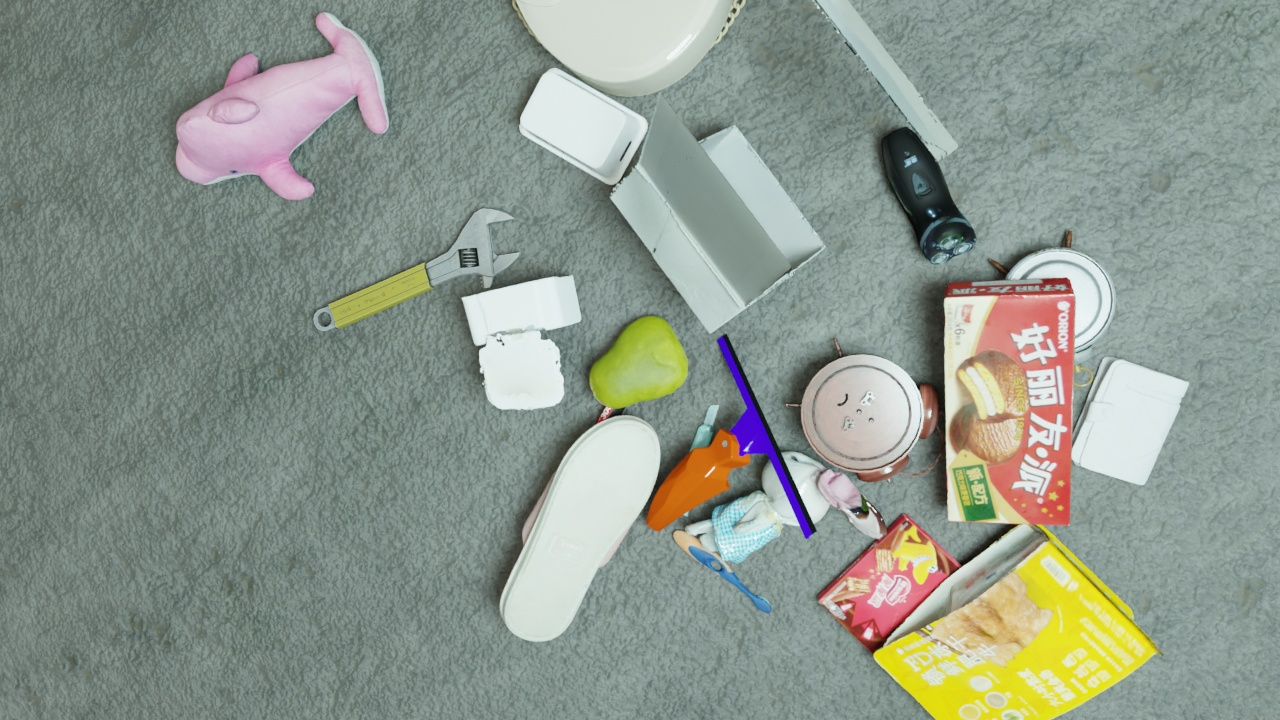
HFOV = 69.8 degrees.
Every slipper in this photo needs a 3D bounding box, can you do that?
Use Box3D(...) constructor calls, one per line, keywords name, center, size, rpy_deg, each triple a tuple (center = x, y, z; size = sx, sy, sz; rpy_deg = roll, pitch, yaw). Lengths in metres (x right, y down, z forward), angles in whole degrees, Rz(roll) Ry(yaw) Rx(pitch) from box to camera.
Box3D(name="slipper", center=(-0.069, 0.181, 1.006), size=(0.114, 0.054, 0.274), rpy_deg=(29, 94, -19))

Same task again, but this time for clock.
Box3D(name="clock", center=(0.410, -0.045, 0.900), size=(0.104, 0.056, 0.148), rpy_deg=(-20, 90, 14))
Box3D(name="clock", center=(0.237, 0.059, 0.936), size=(0.157, 0.072, 0.121), rpy_deg=(36, 101, 7))

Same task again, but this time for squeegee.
Box3D(name="squeegee", center=(0.064, 0.120, 0.953), size=(0.185, 0.055, 0.249), rpy_deg=(-50, 44, 32))

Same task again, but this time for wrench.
Box3D(name="wrench", center=(-0.258, -0.094, 1.047), size=(0.274, 0.018, 0.083), rpy_deg=(-20, 91, 12))

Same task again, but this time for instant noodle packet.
Box3D(name="instant noodle packet", center=(0.370, 0.287, 0.928), size=(0.163, 0.084, 0.222), rpy_deg=(44, 107, -7))

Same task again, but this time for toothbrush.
Box3D(name="toothbrush", center=(0.091, 0.232, 1.013), size=(0.135, 0.017, 0.021), rpy_deg=(38, 97, 8))

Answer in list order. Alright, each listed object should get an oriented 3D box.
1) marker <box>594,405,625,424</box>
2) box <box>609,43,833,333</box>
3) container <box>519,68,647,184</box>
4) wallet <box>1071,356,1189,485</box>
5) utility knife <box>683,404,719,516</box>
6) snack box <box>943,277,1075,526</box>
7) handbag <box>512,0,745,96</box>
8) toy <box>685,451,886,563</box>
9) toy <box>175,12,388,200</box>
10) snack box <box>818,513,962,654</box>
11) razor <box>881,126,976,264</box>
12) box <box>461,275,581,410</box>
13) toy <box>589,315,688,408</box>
Box3D(name="marker", center=(-0.055, 0.097, 1.024), size=(0.023, 0.021, 0.145), rpy_deg=(29, 100, 0))
Box3D(name="box", center=(0.065, -0.129, 0.800), size=(0.150, 0.368, 0.167), rpy_deg=(-37, 88, 9))
Box3D(name="container", center=(-0.066, -0.252, 0.977), size=(0.129, 0.049, 0.081), rpy_deg=(31, 100, 7))
Box3D(name="wallet", center=(0.483, 0.060, 0.909), size=(0.086, 0.032, 0.116), rpy_deg=(15, 98, 7))
Box3D(name="utility knife", center=(0.061, 0.108, 1.006), size=(0.022, 0.015, 0.129), rpy_deg=(19, 97, 5))
Box3D(name="snack box", center=(0.354, 0.042, 0.885), size=(0.113, 0.060, 0.236), rpy_deg=(0, 110, 20))
Box3D(name="handbag", center=(-0.015, -0.386, 0.928), size=(0.208, 0.103, 0.211), rpy_deg=(36, 100, 10))
Box3D(name="toy", center=(0.143, 0.153, 0.968), size=(0.206, 0.131, 0.105), rpy_deg=(-19, 61, 22))
Box3D(name="toy", center=(-0.413, -0.273, 1.007), size=(0.266, 0.127, 0.186), rpy_deg=(-27, 86, 7))
Box3D(name="snack box", center=(0.267, 0.239, 0.974), size=(0.089, 0.021, 0.133), rpy_deg=(43, 101, 3))
Box3D(name="razor", center=(0.282, -0.164, 0.909), size=(0.053, 0.063, 0.140), rpy_deg=(-27, 91, 11))
Box3D(name="box", center=(-0.117, -0.015, 0.975), size=(0.109, 0.124, 0.137), rpy_deg=(-14, 95, 11))
Box3D(name="toy", center=(-0.006, 0.006, 0.984), size=(0.110, 0.051, 0.090), rpy_deg=(-28, 82, -3))
